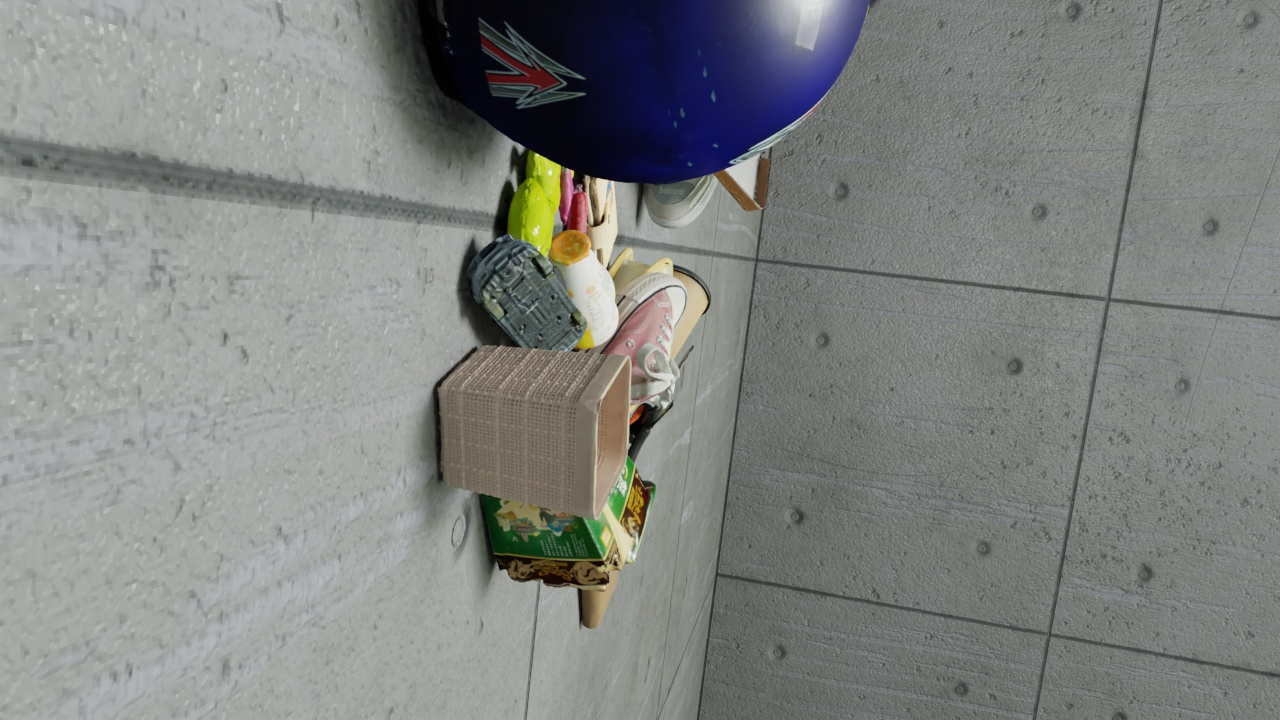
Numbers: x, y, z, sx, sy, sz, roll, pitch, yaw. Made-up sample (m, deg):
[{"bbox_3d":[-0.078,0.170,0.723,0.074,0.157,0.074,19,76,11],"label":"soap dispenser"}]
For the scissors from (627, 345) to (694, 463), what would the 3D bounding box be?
[{"bbox_3d":[0.006,0.084,1.088,0.234,0.021,0.221,-62,-174,-1],"label":"scissors"}]

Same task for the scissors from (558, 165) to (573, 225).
[{"bbox_3d":[-0.057,-0.150,0.709,0.137,0.017,0.073,128,-38,-77],"label":"scissors"}]

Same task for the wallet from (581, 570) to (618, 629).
[{"bbox_3d":[-0.048,0.251,1.095,0.090,0.033,0.115,-64,160,-51],"label":"wallet"}]

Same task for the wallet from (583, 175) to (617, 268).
[{"bbox_3d":[-0.038,-0.145,0.875,0.115,0.024,0.087,87,11,-47],"label":"wallet"}]

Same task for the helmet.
[{"bbox_3d":[0.022,-0.252,0.560,0.248,0.240,0.314,87,15,-49],"label":"helmet"}]

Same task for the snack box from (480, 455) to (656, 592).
[{"bbox_3d":[-0.063,0.104,0.736,0.117,0.118,0.106,-71,154,-44],"label":"snack box"}]

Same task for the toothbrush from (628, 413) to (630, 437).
[{"bbox_3d":[-0.019,-0.010,1.071,0.027,0.026,0.213,-28,125,-61],"label":"toothbrush"}]

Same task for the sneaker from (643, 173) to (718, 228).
[{"bbox_3d":[0.052,-0.279,1.081,0.090,0.089,0.242,39,59,-75],"label":"sneaker"}]

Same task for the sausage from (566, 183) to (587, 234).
[{"bbox_3d":[-0.061,-0.080,0.828,0.020,0.020,0.156,-44,141,-72],"label":"sausage"}]

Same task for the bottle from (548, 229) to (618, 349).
[{"bbox_3d":[-0.053,-0.059,0.766,0.108,0.063,0.063,83,18,-54],"label":"bottle"}]

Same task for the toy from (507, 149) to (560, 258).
[{"bbox_3d":[-0.079,-0.109,0.683,0.099,0.031,0.097,-77,170,-48],"label":"toy"}]

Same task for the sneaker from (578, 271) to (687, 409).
[{"bbox_3d":[-0.005,0.005,0.849,0.240,0.088,0.118,-49,149,-41],"label":"sneaker"}]

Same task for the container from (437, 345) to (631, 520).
[{"bbox_3d":[-0.071,0.043,0.621,0.090,0.111,0.090,-59,155,-63],"label":"container"}]

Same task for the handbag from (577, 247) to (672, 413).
[{"bbox_3d":[-0.032,-0.013,0.953,0.178,0.063,0.164,-48,147,-44],"label":"handbag"}]

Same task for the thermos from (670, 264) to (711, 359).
[{"bbox_3d":[0.028,-0.050,1.138,0.093,0.093,0.143,83,26,-52],"label":"thermos"}]

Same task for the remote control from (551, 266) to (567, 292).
[{"bbox_3d":[-0.075,-0.010,0.730,0.053,0.024,0.137,-63,170,-56],"label":"remote control"}]

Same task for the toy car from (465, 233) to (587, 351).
[{"bbox_3d":[-0.079,-0.040,0.650,0.054,0.037,0.121,-45,145,-8],"label":"toy car"}]

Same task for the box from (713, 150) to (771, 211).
[{"bbox_3d":[0.085,-0.295,0.978,0.260,0.110,0.178,66,31,-67],"label":"box"}]
